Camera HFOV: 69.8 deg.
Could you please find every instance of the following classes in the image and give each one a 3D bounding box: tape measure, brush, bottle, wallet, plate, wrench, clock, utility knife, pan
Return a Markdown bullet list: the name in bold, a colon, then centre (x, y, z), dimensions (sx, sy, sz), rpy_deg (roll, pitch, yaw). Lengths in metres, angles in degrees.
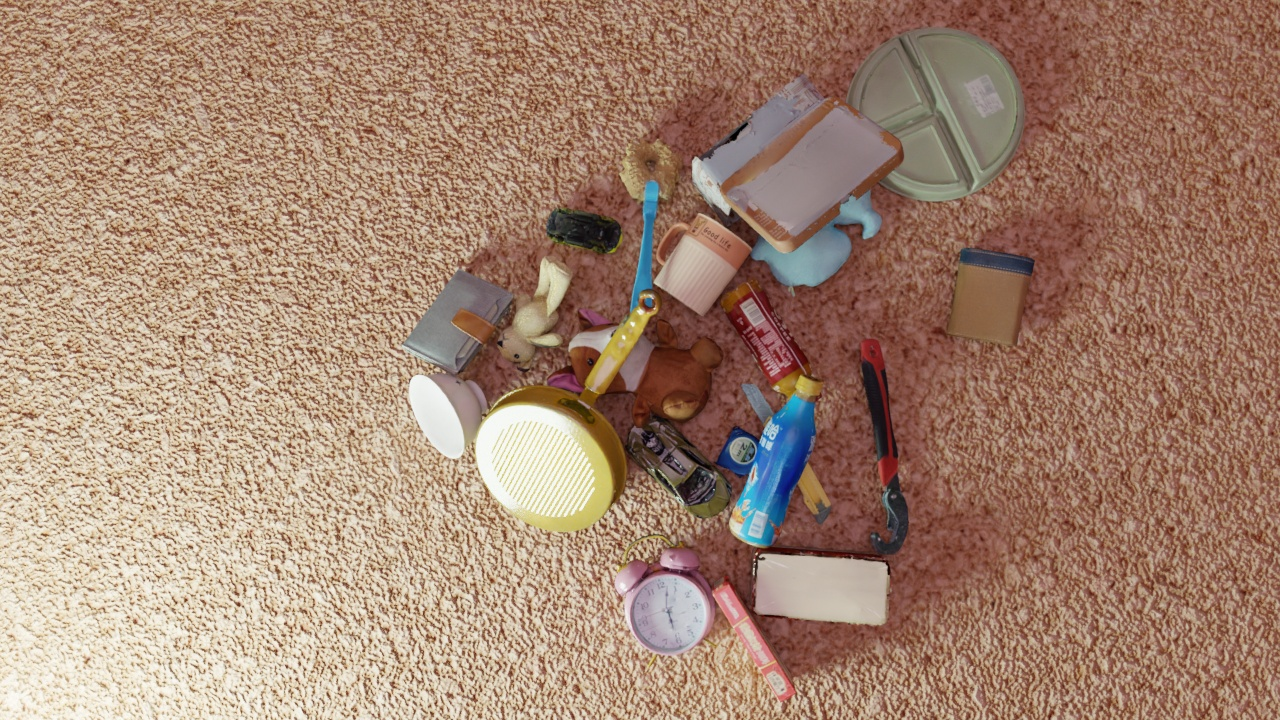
- **tape measure**: centre (0.130, 0.119, 1.180), dimensions (0.054, 0.025, 0.058), rpy_deg (28, 94, 4)
- **brush**: centre (0.009, -0.174, 1.168), dimensions (0.083, 0.046, 0.254), rpy_deg (5, 70, -2)
- **bottle**: centre (0.168, -0.018, 1.167), dimensions (0.057, 0.057, 0.175), rpy_deg (-32, 85, 3)
- **wallet**: centre (0.442, -0.081, 1.160), dimensions (0.090, 0.033, 0.115), rpy_deg (10, 89, 8)
- **plate**: centre (0.380, -0.320, 1.179), dimensions (0.230, 0.027, 0.230), rpy_deg (0, 88, 5)
- **wrench**: centre (0.306, 0.107, 1.163), dimensions (0.056, 0.016, 0.273), rpy_deg (-1, 84, -26)
- **clock**: centre (0.031, 0.298, 1.162), dimensions (0.117, 0.060, 0.158), rpy_deg (-19, 84, 3)
- **bottle**: centre (0.173, 0.122, 1.134), dimensions (0.065, 0.065, 0.219), rpy_deg (19, 102, 6)
- **wallet**: centre (-0.234, -0.051, 1.185), dimensions (0.107, 0.037, 0.129), rpy_deg (24, 70, 28)
- **utility knife**: centre (0.189, 0.116, 1.183), dimensions (0.031, 0.021, 0.204), rpy_deg (-30, 80, -3)
- **pan**: centre (-0.073, 0.062, 1.114), dimensions (0.198, 0.078, 0.358), rpy_deg (34, 124, 2)

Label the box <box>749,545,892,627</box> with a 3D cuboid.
- **box**: centre (0.222, 0.281, 1.138), dimensions (0.168, 0.076, 0.091), rpy_deg (3, 87, 6)

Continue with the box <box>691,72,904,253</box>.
- **box**: centre (0.170, -0.238, 1.093), dimensions (0.179, 0.270, 0.134), rpy_deg (-39, 115, 1)

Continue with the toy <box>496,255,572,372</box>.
- **toy**: centre (-0.136, -0.062, 1.179), dimensions (0.105, 0.066, 0.157), rpy_deg (43, 115, 32)

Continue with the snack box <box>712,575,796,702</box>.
- **snack box**: centre (0.140, 0.344, 1.142), dimensions (0.025, 0.075, 0.153), rpy_deg (-33, 85, 2)

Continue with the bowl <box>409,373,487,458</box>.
- **bowl**: centre (-0.239, 0.060, 1.189), dimensions (0.064, 0.119, 0.118), rpy_deg (-29, 84, -37)

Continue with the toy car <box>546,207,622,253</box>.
- **toy car**: centre (-0.074, -0.170, 1.210), dimensions (0.105, 0.032, 0.048), rpy_deg (15, 89, 17)

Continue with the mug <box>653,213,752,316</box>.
- **mug**: centre (0.068, -0.128, 1.175), dimensions (0.114, 0.081, 0.106), rpy_deg (37, 95, 34)

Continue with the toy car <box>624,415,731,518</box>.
- **toy car**: centre (0.050, 0.137, 1.179), dimensions (0.158, 0.042, 0.070), rpy_deg (42, 92, 3)

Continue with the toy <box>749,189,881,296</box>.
- **toy**: centre (0.224, -0.158, 1.173), dimensions (0.161, 0.050, 0.156), rpy_deg (6, 81, 7)

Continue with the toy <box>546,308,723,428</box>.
- **toy**: centre (-0.007, 0.007, 1.153), dimensions (0.200, 0.131, 0.139), rpy_deg (19, 60, 15)
